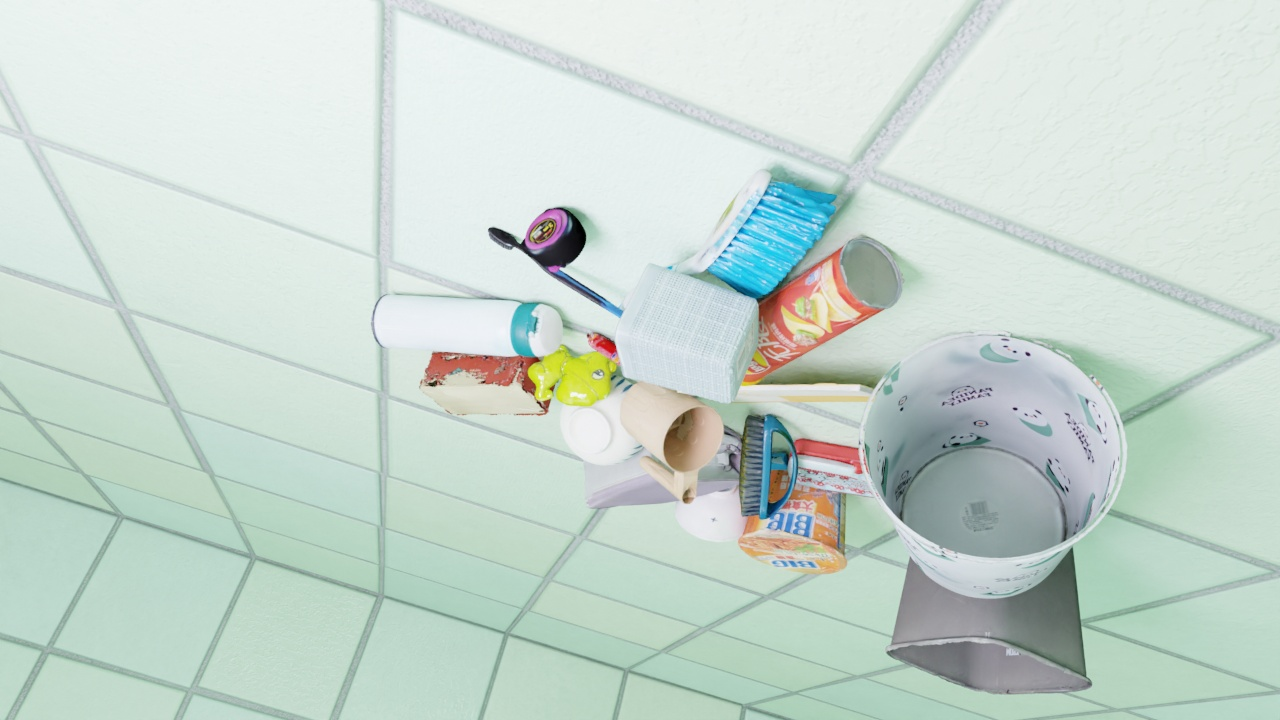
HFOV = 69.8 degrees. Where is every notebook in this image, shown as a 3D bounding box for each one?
[{"bbox_3d":[0.163,0.037,1.029,0.207,0.010,0.145,-1,172,28],"label":"notebook"}]

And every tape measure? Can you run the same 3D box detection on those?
[{"bbox_3d":[-0.081,-0.116,0.883,0.058,0.057,0.039,22,164,43],"label":"tape measure"}]

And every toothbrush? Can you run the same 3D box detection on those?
[{"bbox_3d":[-0.078,-0.084,0.956,0.189,0.014,0.016,32,150,-9],"label":"toothbrush"}]

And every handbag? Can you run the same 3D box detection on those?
[{"bbox_3d":[0.031,0.145,1.255,0.144,0.098,0.198,13,156,-32],"label":"handbag"}]

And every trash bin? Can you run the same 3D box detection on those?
[{"bbox_3d":[0.453,0.296,1.188,0.198,0.219,0.200,27,150,-19],"label":"trash bin"},{"bbox_3d":[0.354,0.129,0.947,0.230,0.229,0.252,4,155,21],"label":"trash bin"}]

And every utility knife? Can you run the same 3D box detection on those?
[{"bbox_3d":[0.127,0.143,1.288,0.186,0.018,0.034,-7,152,39],"label":"utility knife"}]

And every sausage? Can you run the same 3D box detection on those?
[{"bbox_3d":[-0.007,0.006,1.108,0.155,0.020,0.020,33,148,-30],"label":"sausage"}]

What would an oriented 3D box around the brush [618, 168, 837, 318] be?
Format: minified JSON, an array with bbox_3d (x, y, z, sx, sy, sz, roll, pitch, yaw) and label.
[{"bbox_3d":[0.067,-0.088,0.871,0.109,0.060,0.315,25,153,-7],"label":"brush"}]

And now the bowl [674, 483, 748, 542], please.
[{"bbox_3d":[0.110,0.197,1.323,0.118,0.118,0.065,11,124,9],"label":"bowl"}]

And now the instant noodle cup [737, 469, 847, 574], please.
[{"bbox_3d":[0.219,0.219,1.279,0.151,0.111,0.152,12,152,7],"label":"instant noodle cup"}]

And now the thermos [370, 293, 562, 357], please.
[{"bbox_3d":[-0.201,-0.040,1.075,0.224,0.073,0.073,4,150,20],"label":"thermos"}]

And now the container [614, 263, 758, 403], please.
[{"bbox_3d":[0.048,-0.023,0.857,0.111,0.089,0.090,17,153,16],"label":"container"}]

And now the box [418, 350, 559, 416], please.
[{"bbox_3d":[-0.200,0.033,1.192,0.169,0.077,0.091,-2,148,29],"label":"box"}]

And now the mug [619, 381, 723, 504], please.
[{"bbox_3d":[0.033,0.092,1.083,0.084,0.125,0.103,-9,-156,-29],"label":"mug"}]

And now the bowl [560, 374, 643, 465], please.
[{"bbox_3d":[-0.051,0.080,1.148,0.117,0.116,0.066,5,-165,20],"label":"bowl"}]

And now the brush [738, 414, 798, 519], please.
[{"bbox_3d":[0.163,0.136,1.164,0.073,0.055,0.144,3,111,9],"label":"brush"}]

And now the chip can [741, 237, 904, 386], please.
[{"bbox_3d":[0.153,-0.042,0.886,0.073,0.073,0.217,26,149,-18],"label":"chip can"}]

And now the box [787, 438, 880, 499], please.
[{"bbox_3d":[0.292,0.152,1.190,0.201,0.047,0.087,9,152,10],"label":"box"}]

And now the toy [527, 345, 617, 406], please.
[{"bbox_3d":[-0.082,0.021,1.114,0.100,0.096,0.031,40,173,15],"label":"toy"}]
